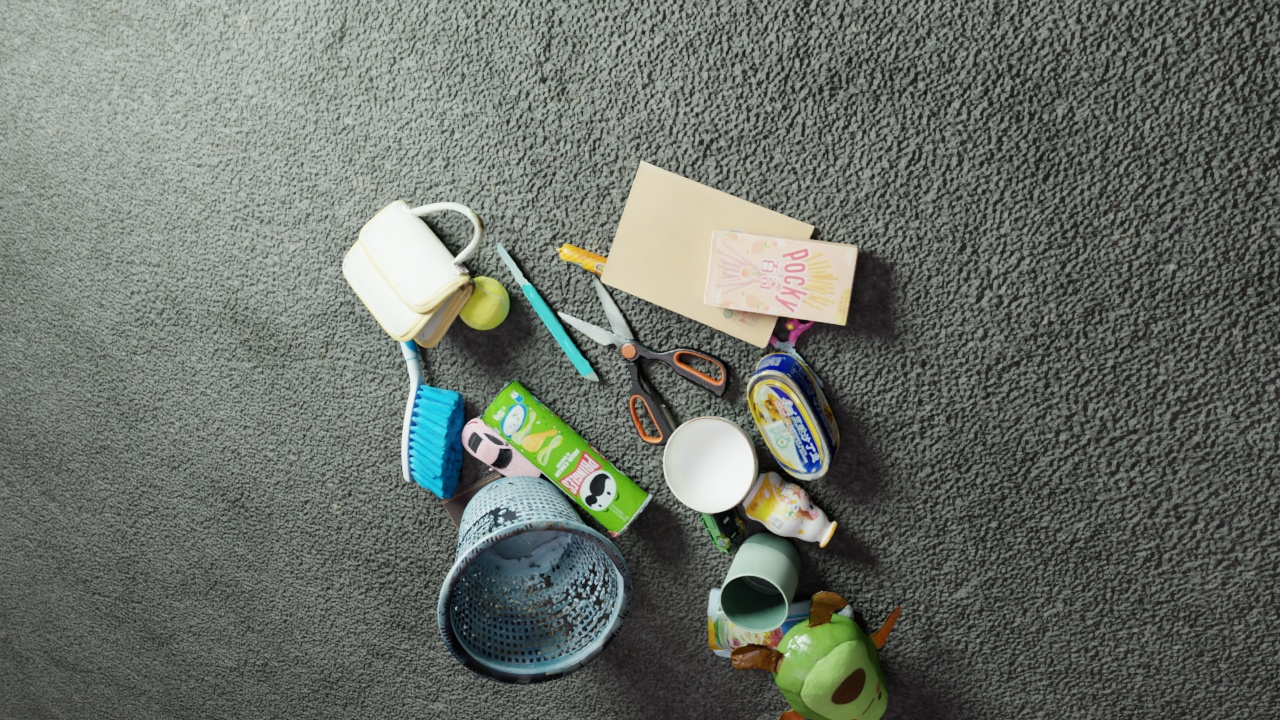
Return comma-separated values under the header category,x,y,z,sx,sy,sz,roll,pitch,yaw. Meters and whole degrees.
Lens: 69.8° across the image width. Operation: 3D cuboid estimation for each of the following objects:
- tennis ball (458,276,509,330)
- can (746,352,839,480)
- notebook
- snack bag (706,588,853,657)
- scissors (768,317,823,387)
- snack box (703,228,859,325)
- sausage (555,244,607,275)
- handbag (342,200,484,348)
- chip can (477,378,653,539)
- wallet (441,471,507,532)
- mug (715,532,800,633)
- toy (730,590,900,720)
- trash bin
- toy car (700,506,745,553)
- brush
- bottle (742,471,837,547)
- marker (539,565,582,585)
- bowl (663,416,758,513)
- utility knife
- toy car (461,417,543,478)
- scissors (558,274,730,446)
category,x,y,z,sx,sy,sz,roll,pitch,yaw
tennis ball,-0.194,-0.070,1.130,0.065,0.065,0.065,7,113,18
can,0.174,0.065,1.049,0.075,0.049,0.148,-19,108,31
notebook,0.071,-0.118,1.030,0.208,0.008,0.148,23,107,11
snack bag,0.182,0.347,1.177,0.191,0.038,0.110,4,107,15
scissors,0.159,-0.019,1.048,0.128,0.017,0.133,15,118,13
snack box,0.151,-0.092,0.994,0.157,0.026,0.084,9,103,14
sausage,-0.025,-0.103,1.078,0.165,0.021,0.021,22,117,11
handbag,-0.268,-0.126,1.108,0.179,0.063,0.163,-49,65,17
chip can,-0.096,0.124,1.170,0.236,0.072,0.072,40,119,2
wallet,-0.213,0.214,1.280,0.123,0.020,0.096,-28,94,29
mug,0.139,0.274,1.122,0.082,0.106,0.112,46,118,-3
toy,0.224,0.369,1.092,0.227,0.090,0.247,-41,125,2
trash bin,-0.143,0.250,1.145,0.226,0.195,0.227,-6,113,-14
toy car,0.098,0.196,1.141,0.036,0.043,0.091,1,122,44
brush,-0.286,0.034,1.218,0.109,0.060,0.315,17,113,17
bottle,0.179,0.180,1.093,0.108,0.063,0.063,31,118,7
marker,-0.143,0.287,1.283,0.132,0.020,0.022,14,98,14
bowl,0.090,0.122,1.095,0.114,0.062,0.113,0,89,23
utility knife,-0.115,-0.058,1.133,0.209,0.013,0.029,55,145,-8
toy car,-0.184,0.123,1.223,0.122,0.037,0.056,32,120,5
scissors,0.008,-0.001,1.111,0.222,0.021,0.221,-4,104,20
